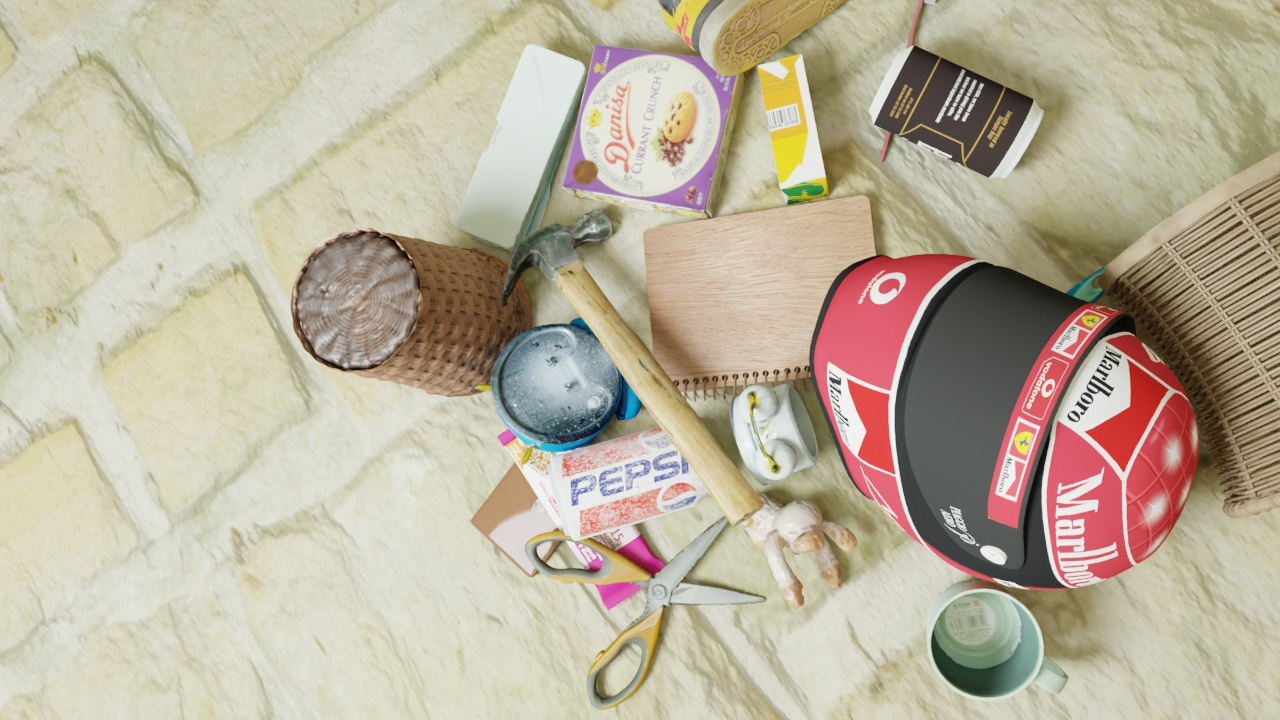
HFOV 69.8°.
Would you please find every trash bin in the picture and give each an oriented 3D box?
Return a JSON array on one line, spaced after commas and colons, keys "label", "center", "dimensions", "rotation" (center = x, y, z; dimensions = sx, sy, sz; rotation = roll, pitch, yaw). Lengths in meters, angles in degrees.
[{"label": "trash bin", "center": [-0.207, -0.046, 0.835], "dimensions": [0.151, 0.210, 0.151], "rotation": [-1, 84, 15]}]

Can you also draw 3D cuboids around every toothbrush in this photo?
[{"label": "toothbrush", "center": [0.394, -0.072, 0.774], "dimensions": [0.135, 0.017, 0.022], "rotation": [-43, 77, 11]}, {"label": "toothbrush", "center": [0.244, -0.267, 0.830], "dimensions": [0.016, 0.015, 0.184], "rotation": [15, 91, 13]}]

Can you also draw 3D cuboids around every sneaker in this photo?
[{"label": "sneaker", "center": [0.120, -0.368, 0.837], "dimensions": [0.238, 0.086, 0.122], "rotation": [-40, 59, -7]}]

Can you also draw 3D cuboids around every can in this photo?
[{"label": "can", "center": [-0.010, 0.107, 0.822], "dimensions": [0.136, 0.078, 0.078], "rotation": [-15, 81, -6]}, {"label": "can", "center": [0.267, -0.211, 0.782], "dimensions": [0.128, 0.072, 0.072], "rotation": [28, 93, 8]}]

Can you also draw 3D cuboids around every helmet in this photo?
[{"label": "helmet", "center": [0.273, 0.052, 0.667], "dimensions": [0.225, 0.271, 0.197], "rotation": [19, 61, 44]}]

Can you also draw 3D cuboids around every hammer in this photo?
[{"label": "hammer", "center": [-0.005, 0.005, 0.811], "dimensions": [0.132, 0.033, 0.330], "rotation": [-26, 67, -26]}]

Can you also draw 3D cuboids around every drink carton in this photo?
[{"label": "drink carton", "center": [0.139, -0.210, 0.831], "dimensions": [0.041, 0.058, 0.122], "rotation": [-12, 83, 14]}]

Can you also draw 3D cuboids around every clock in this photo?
[{"label": "clock", "center": [0.111, 0.063, 0.788], "dimensions": [0.057, 0.117, 0.083], "rotation": [-21, 80, 19]}, {"label": "clock", "center": [-0.062, 0.022, 0.850], "dimensions": [0.161, 0.060, 0.116], "rotation": [-26, 71, -17]}]

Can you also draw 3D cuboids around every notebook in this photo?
[{"label": "notebook", "center": [0.112, -0.052, 0.846], "dimensions": [0.211, 0.022, 0.169], "rotation": [-7, 83, 15]}]

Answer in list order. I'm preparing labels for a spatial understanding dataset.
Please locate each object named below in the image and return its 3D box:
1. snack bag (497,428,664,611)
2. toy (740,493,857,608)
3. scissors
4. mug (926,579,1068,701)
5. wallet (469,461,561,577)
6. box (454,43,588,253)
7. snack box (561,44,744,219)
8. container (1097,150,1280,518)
[{"label": "snack bag", "center": [-0.056, 0.134, 0.867], "dimensions": [0.070, 0.016, 0.196], "rotation": [-34, 84, 3]}, {"label": "toy", "center": [0.125, 0.156, 0.800], "dimensions": [0.106, 0.085, 0.074], "rotation": [36, 126, 35]}, {"label": "scissors", "center": [-0.002, 0.227, 0.845], "dimensions": [0.225, 0.016, 0.226], "rotation": [9, 97, 4]}, {"label": "mug", "center": [0.284, 0.225, 0.733], "dimensions": [0.111, 0.104, 0.084], "rotation": [30, 94, 16]}, {"label": "wallet", "center": [-0.100, 0.138, 0.892], "dimensions": [0.087, 0.013, 0.121], "rotation": [39, 94, 15]}, {"label": "box", "center": [-0.114, -0.206, 0.905], "dimensions": [0.085, 0.070, 0.199], "rotation": [20, 90, 35]}, {"label": "snack box", "center": [0.012, -0.218, 0.875], "dimensions": [0.148, 0.040, 0.143], "rotation": [12, 89, 16]}, {"label": "container", "center": [0.470, -0.028, 0.650], "dimensions": [0.227, 0.226, 0.196], "rotation": [-31, 72, 11]}]
